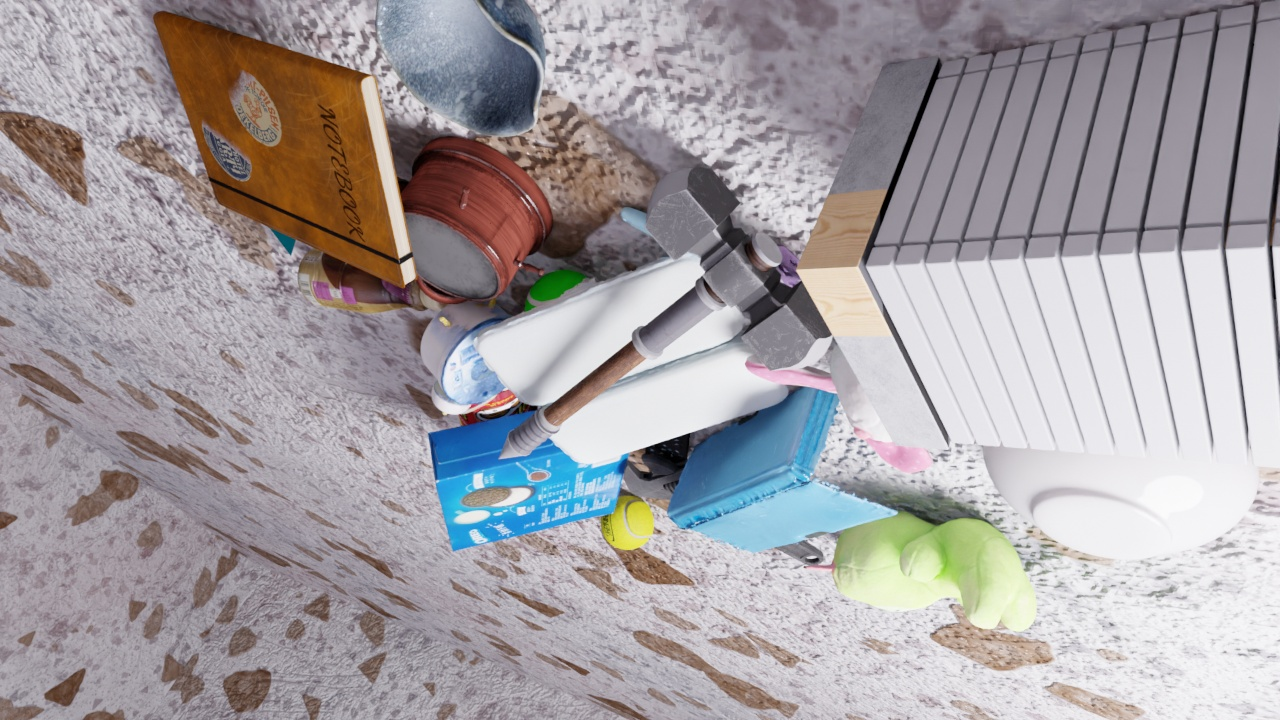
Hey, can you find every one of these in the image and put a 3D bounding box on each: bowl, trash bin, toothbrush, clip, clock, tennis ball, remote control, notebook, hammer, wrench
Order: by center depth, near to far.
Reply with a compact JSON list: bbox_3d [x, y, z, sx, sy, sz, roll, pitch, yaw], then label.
[{"bbox_3d":[0.227,-0.051,0.412,0.247,0.142,0.142,2,143,39],"label":"trash bin"},{"bbox_3d":[-0.097,-0.191,0.545,0.110,0.055,0.110,20,151,11],"label":"bowl"},{"bbox_3d":[0.111,-0.060,0.637,0.043,0.014,0.051,12,151,26],"label":"clip"},{"bbox_3d":[0.052,-0.075,0.639,0.155,0.016,0.022,26,173,18],"label":"toothbrush"},{"bbox_3d":[0.330,0.093,0.650,0.177,0.066,0.177,21,152,11],"label":"bowl"},{"bbox_3d":[-0.019,0.006,0.680,0.156,0.042,0.323,48,129,-5],"label":"hammer"},{"bbox_3d":[-0.274,-0.156,0.699,0.249,0.014,0.179,24,135,27],"label":"notebook"},{"bbox_3d":[-0.147,-0.103,0.718,0.158,0.072,0.120,-3,140,42],"label":"clock"},{"bbox_3d":[-0.062,-0.042,0.757,0.065,0.065,0.065,21,152,11],"label":"tennis ball"},{"bbox_3d":[-0.143,0.001,0.799,0.052,0.088,0.126,41,143,31],"label":"clock"},{"bbox_3d":[0.029,0.079,0.935,0.047,0.022,0.150,20,153,10],"label":"remote control"},{"bbox_3d":[0.096,0.166,0.989,0.273,0.018,0.073,30,131,-24],"label":"wrench"},{"bbox_3d":[-0.016,0.199,1.125,0.065,0.065,0.065,21,152,11],"label":"tennis ball"}]

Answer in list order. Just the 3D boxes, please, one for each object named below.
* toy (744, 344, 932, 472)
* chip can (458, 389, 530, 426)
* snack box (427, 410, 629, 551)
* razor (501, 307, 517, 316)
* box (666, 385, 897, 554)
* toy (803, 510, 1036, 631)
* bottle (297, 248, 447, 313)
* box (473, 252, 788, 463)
[{"bbox_3d":[0.175,0.010,0.625,0.159,0.084,0.195,34,153,-7],"label":"toy"},{"bbox_3d":[-0.154,0.046,0.964,0.087,0.086,0.214,23,153,7],"label":"chip can"},{"bbox_3d":[-0.117,0.126,0.984,0.195,0.056,0.239,-11,155,-13],"label":"snack box"},{"bbox_3d":[-0.108,-0.030,0.849,0.116,0.047,0.088,24,153,22],"label":"razor"},{"bbox_3d":[0.127,0.109,0.827,0.111,0.094,0.232,30,151,-12],"label":"box"},{"bbox_3d":[0.259,0.189,0.849,0.197,0.107,0.150,10,172,45],"label":"toy"},{"bbox_3d":[-0.247,-0.072,0.869,0.166,0.059,0.060,10,148,27],"label":"bottle"},{"bbox_3d":[-0.004,0.008,0.740,0.210,0.045,0.191,-18,135,18],"label":"box"}]
